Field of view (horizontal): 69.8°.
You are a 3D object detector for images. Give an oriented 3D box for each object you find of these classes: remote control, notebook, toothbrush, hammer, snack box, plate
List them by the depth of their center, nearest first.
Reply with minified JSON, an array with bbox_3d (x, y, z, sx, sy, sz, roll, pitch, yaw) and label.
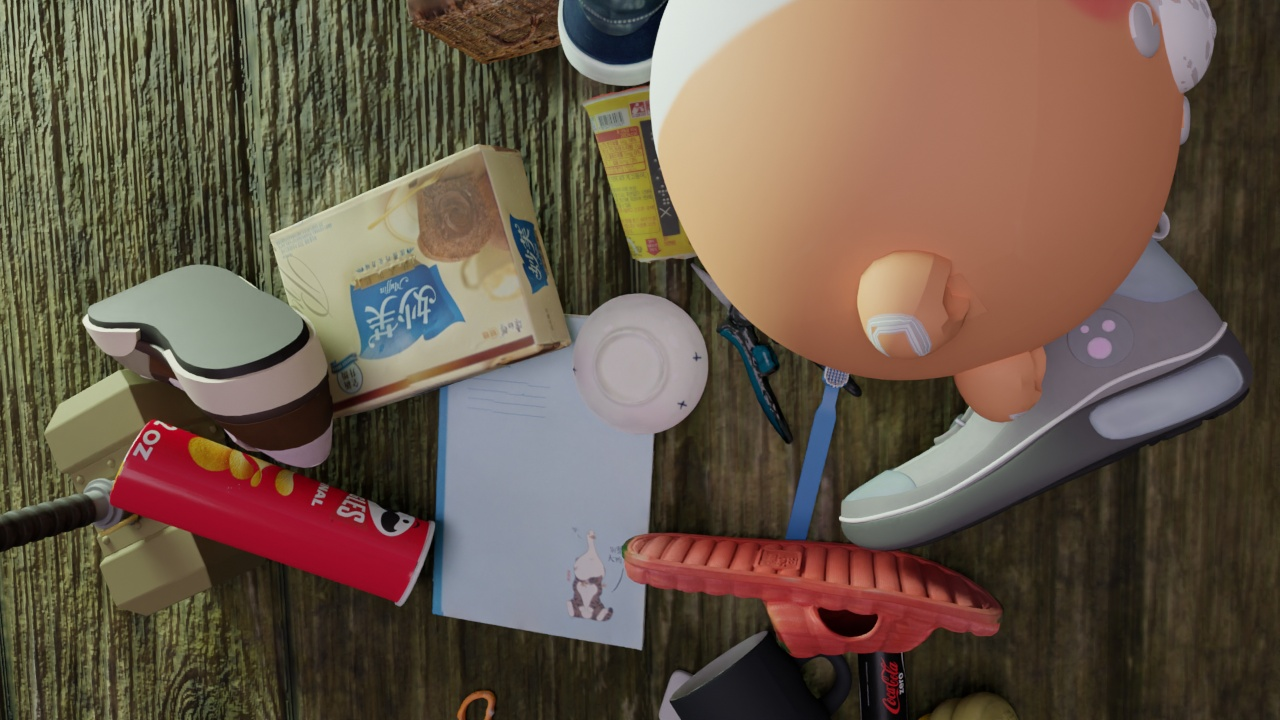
[{"bbox_3d":[0.122,0.063,0.635,0.016,0.014,0.167,12,107,7],"label":"toothbrush"},{"bbox_3d":[-0.438,0.117,0.661,0.101,0.324,0.190,-25,88,17],"label":"hammer"},{"bbox_3d":[-0.004,0.004,0.665,0.104,0.026,0.104,1,96,15],"label":"plate"},{"bbox_3d":[0.086,0.278,0.682,0.147,0.008,0.045,19,101,14],"label":"remote control"},{"bbox_3d":[-0.169,-0.054,0.693,0.208,0.055,0.153,-17,89,23],"label":"snack box"},{"bbox_3d":[-0.078,0.089,0.713,0.181,0.009,0.253,4,96,16],"label":"notebook"}]

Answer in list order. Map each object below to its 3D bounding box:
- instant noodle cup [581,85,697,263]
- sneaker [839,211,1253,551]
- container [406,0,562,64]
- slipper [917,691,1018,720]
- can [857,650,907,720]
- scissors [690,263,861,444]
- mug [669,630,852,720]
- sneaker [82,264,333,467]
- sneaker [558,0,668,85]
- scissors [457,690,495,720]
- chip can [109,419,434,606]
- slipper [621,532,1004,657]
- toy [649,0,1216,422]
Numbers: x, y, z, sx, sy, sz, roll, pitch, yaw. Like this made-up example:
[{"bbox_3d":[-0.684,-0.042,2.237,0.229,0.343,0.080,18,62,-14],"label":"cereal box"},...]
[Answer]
[{"bbox_3d":[0.018,-0.128,0.625,0.100,0.100,0.112,-5,105,17],"label":"instant noodle cup"},{"bbox_3d":[0.221,0.009,0.580,0.257,0.093,0.160,-28,78,19],"label":"sneaker"},{"bbox_3d":[-0.101,-0.318,0.626,0.114,0.112,0.198,-10,94,17],"label":"container"},{"bbox_3d":[0.202,0.309,0.620,0.082,0.091,0.190,12,96,47],"label":"slipper"},{"bbox_3d":[0.168,0.219,0.639,0.031,0.031,0.080,-3,95,17],"label":"can"},{"bbox_3d":[0.094,-0.009,0.645,0.119,0.019,0.151,0,96,16],"label":"scissors"},{"bbox_3d":[0.096,0.242,0.638,0.121,0.085,0.094,-30,79,-20],"label":"mug"},{"bbox_3d":[-0.326,0.008,0.718,0.294,0.111,0.116,16,129,38],"label":"sneaker"},{"bbox_3d":[0.019,-0.321,0.547,0.121,0.127,0.294,13,73,3],"label":"sneaker"},{"bbox_3d":[-0.126,0.333,0.751,0.131,0.011,0.125,15,99,15],"label":"scissors"},{"bbox_3d":[-0.273,0.116,0.695,0.220,0.069,0.069,24,103,-15],"label":"chip can"},{"bbox_3d":[0.108,0.160,0.613,0.249,0.103,0.059,5,96,16],"label":"slipper"},{"bbox_3d":[0.142,-0.116,0.472,0.266,0.262,0.280,-19,63,34],"label":"toy"}]
